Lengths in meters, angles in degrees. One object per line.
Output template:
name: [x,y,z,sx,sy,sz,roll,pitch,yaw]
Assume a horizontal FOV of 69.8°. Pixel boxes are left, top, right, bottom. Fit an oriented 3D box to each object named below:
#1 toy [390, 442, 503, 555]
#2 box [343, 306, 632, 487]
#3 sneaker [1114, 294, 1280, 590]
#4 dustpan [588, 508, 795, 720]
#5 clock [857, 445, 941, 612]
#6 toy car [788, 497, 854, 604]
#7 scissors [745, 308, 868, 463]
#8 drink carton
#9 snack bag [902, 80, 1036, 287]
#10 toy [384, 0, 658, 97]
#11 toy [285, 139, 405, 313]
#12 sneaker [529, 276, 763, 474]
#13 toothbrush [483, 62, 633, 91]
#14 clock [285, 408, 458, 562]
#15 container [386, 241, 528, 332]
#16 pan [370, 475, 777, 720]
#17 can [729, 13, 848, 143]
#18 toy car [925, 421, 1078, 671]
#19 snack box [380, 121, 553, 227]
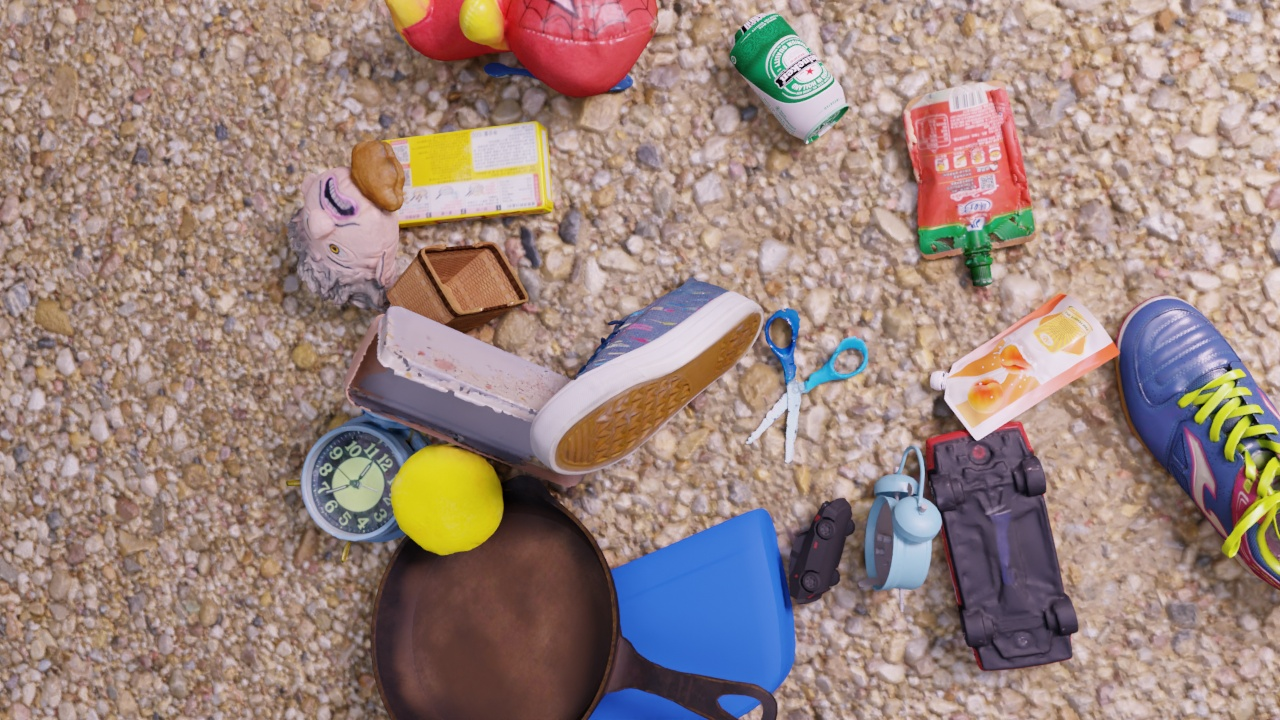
toy: [-0.159,0.114,0.757,0.095,0.041,0.094,11,97,5]
box: [-0.121,0.039,0.729,0.216,0.094,0.108,25,124,-26]
sneaker: [0.434,0.059,0.654,0.116,0.091,0.241,-32,85,14]
dustpan: [0.046,0.288,0.767,0.246,0.059,0.257,-26,78,12]
clock: [0.200,0.125,0.712,0.042,0.087,0.123,6,105,-2]
toy car: [0.145,0.153,0.749,0.036,0.042,0.092,19,97,36]
scissors: [0.120,0.018,0.762,0.103,0.015,0.134,39,104,4]
drink carton: [0.291,0.005,0.706,0.122,0.039,0.069,-35,51,11]
snack bag: [0.255,-0.134,0.713,0.087,0.044,0.155,-10,95,18]
toy: [-0.089,-0.280,0.740,0.216,0.099,0.147,17,53,13]
toy: [-0.247,-0.113,0.778,0.132,0.076,0.176,46,130,9]
sneaker: [-0.004,0.004,0.705,0.079,0.234,0.088,36,139,25]
toothbrush: [-0.070,-0.244,0.787,0.132,0.016,0.021,8,95,9]
clock: [-0.229,0.095,0.816,0.162,0.060,0.118,-42,82,7]
container: [-0.156,-0.056,0.771,0.061,0.113,0.063,-33,85,25]
pan: [-0.059,0.231,0.739,0.357,0.043,0.248,10,78,25]
can: [0.116,-0.225,0.727,0.053,0.053,0.101,-39,84,11]
toy car: [0.278,0.145,0.710,0.082,0.056,0.189,-13,88,14]
snack box: [-0.155,-0.161,0.803,0.152,0.025,0.075,-4,92,12]
